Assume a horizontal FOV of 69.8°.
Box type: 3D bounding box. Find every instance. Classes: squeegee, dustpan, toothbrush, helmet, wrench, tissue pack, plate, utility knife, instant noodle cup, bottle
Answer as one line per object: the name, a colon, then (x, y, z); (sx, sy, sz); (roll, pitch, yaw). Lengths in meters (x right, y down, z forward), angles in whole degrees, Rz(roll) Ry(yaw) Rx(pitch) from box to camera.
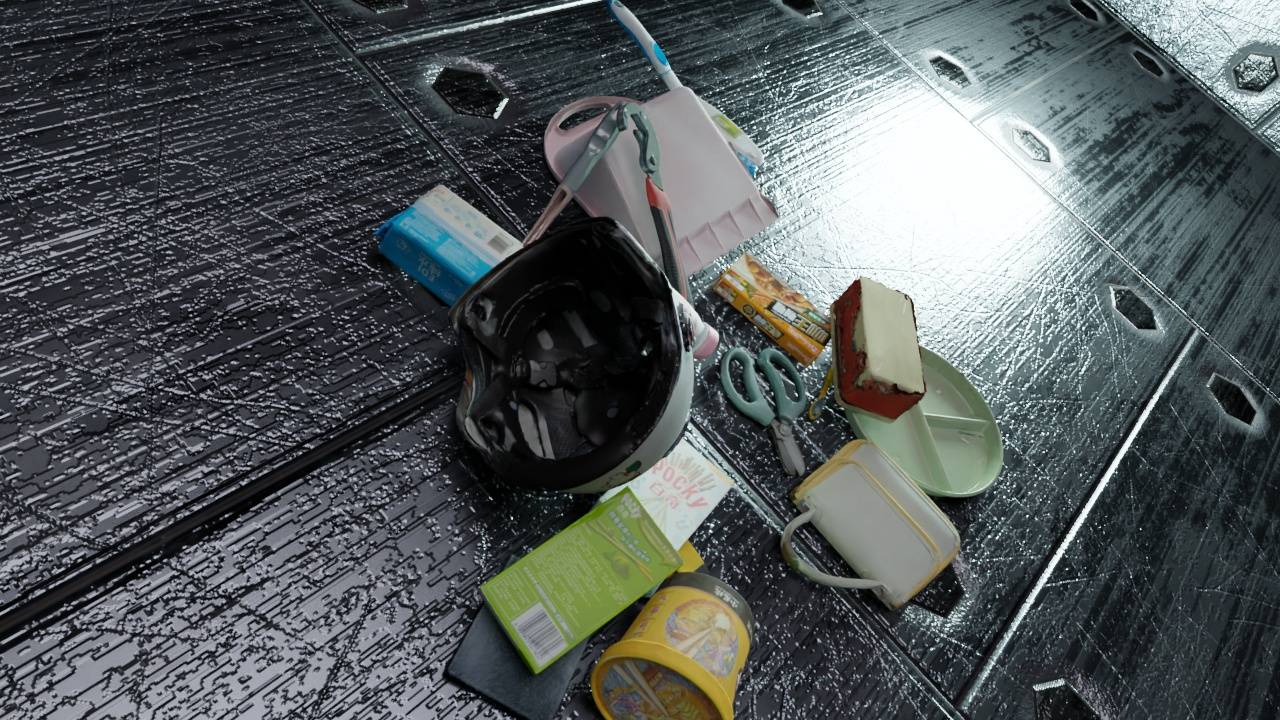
squeegee: (-0.086, -0.190, 1.036); (0.247, 0.040, 0.249); (34, 82, 0)
dustpan: (0.012, -0.229, 1.165); (0.222, 0.139, 0.273); (-31, 98, -32)
toothbrush: (0.240, 0.009, 1.123); (0.016, 0.018, 0.190); (37, 47, 0)
helmet: (-0.047, 0.012, 0.859); (0.157, 0.230, 0.273); (43, 19, -56)
wrench: (0.024, -0.159, 1.049); (0.056, 0.016, 0.273); (-24, 101, -49)
tissue pack: (-0.195, -0.112, 0.952); (0.140, 0.063, 0.089); (36, 47, 0)
plate: (0.343, 0.069, 1.127); (0.230, 0.028, 0.229); (14, 49, -17)
utility knife: (0.000, 0.142, 0.895); (0.033, 0.015, 0.195); (-24, 68, -45)
instant noodle cup: (0.035, 0.250, 0.768); (0.118, 0.119, 0.114); (37, 38, 2)
bottle: (0.001, -0.063, 0.995); (0.197, 0.068, 0.068); (34, 44, -26)

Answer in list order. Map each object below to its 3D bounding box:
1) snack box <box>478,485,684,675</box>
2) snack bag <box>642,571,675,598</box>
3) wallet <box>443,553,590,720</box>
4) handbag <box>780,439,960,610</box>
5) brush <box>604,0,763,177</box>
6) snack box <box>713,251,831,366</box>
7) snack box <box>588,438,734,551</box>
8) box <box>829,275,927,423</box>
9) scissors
snack box: (-0.049, 0.183, 0.775); (0.156, 0.026, 0.086); (-33, 77, -22)
snack bag: (-0.013, 0.195, 0.837); (0.104, 0.026, 0.048); (13, 79, -16)
wallet: (-0.095, 0.234, 0.771); (0.097, 0.019, 0.120); (31, 50, -4)
handbag: (0.233, 0.182, 0.963); (0.178, 0.063, 0.163); (-30, 72, -37)
brush: (0.048, -0.353, 1.240); (0.314, 0.110, 0.060); (44, 48, 11)
snack box: (0.169, -0.065, 1.137); (0.154, 0.026, 0.075); (40, 47, 5)
snack box: (0.023, 0.133, 0.882); (0.085, 0.027, 0.156); (40, 35, 9)
box: (0.283, -0.020, 1.090); (0.091, 0.080, 0.168); (19, 48, -15)
scissors: (0.168, 0.055, 1.052); (0.131, 0.019, 0.185); (-19, 68, -37)
